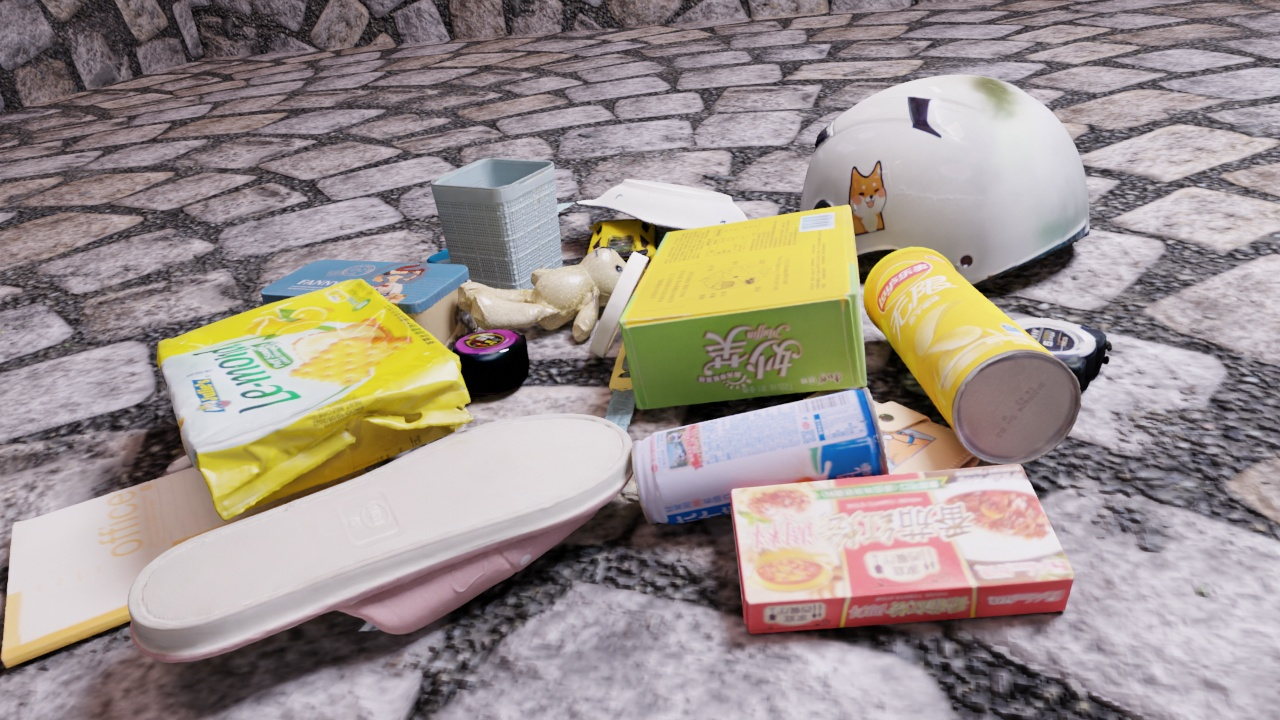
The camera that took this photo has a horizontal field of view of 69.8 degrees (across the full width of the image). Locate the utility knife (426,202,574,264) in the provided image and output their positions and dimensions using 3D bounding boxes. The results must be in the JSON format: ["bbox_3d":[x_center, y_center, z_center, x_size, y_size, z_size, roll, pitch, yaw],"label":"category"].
[{"bbox_3d":[-0.147,-0.140,1.002,0.034,0.018,0.217,13,34,36],"label":"utility knife"}]

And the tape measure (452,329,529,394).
[{"bbox_3d":[-0.112,0.002,0.692,0.057,0.039,0.057,1,23,15],"label":"tape measure"}]

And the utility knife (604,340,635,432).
[{"bbox_3d":[-0.004,0.004,0.697,0.031,0.022,0.215,-7,30,12],"label":"utility knife"}]

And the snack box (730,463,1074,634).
[{"bbox_3d":[0.124,0.092,0.457,0.153,0.025,0.075,-5,38,3],"label":"snack box"}]

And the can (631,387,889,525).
[{"bbox_3d":[0.065,0.055,0.510,0.135,0.053,0.053,-13,26,9],"label":"can"}]

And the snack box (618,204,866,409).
[{"bbox_3d":[0.083,-0.046,0.684,0.158,0.070,0.209,-7,24,14],"label":"snack box"}]

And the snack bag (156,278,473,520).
[{"bbox_3d":[-0.220,0.019,0.607,0.157,0.068,0.247,-23,27,-24],"label":"snack bag"}]

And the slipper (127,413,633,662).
[{"bbox_3d":[-0.122,0.095,0.492,0.273,0.054,0.114,-19,29,-29],"label":"slipper"}]

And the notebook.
[{"bbox_3d":[-0.272,0.100,0.564,0.206,0.010,0.146,-19,29,-24],"label":"notebook"}]

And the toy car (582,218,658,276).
[{"bbox_3d":[-0.018,-0.115,0.903,0.071,0.041,0.155,-3,25,4],"label":"toy car"}]

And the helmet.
[{"bbox_3d":[0.264,-0.177,0.831,0.229,0.157,0.274,-21,30,-27],"label":"helmet"}]

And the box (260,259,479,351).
[{"bbox_3d":[-0.236,-0.045,0.789,0.184,0.062,0.089,5,28,19],"label":"box"}]

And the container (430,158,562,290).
[{"bbox_3d":[-0.131,-0.123,0.864,0.090,0.111,0.089,10,30,28],"label":"container"}]

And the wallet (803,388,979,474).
[{"bbox_3d":[0.138,0.052,0.556,0.087,0.024,0.115,-32,35,-33],"label":"wallet"}]

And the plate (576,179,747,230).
[{"bbox_3d":[0.035,-0.158,0.930,0.163,0.034,0.164,-2,18,-39],"label":"plate"}]

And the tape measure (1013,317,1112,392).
[{"bbox_3d":[0.272,-0.002,0.619,0.066,0.034,0.065,21,35,39],"label":"tape measure"}]

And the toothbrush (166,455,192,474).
[{"bbox_3d":[-0.265,0.037,0.681,0.016,0.016,0.179,3,27,43],"label":"toothbrush"}]

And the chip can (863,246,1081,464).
[{"bbox_3d":[0.202,-0.012,0.593,0.072,0.072,0.213,-5,22,3],"label":"chip can"}]

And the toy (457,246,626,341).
[{"bbox_3d":[-0.076,-0.058,0.771,0.157,0.066,0.105,-13,32,-28],"label":"toy"}]

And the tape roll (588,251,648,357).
[{"bbox_3d":[-0.017,-0.043,0.712,0.014,0.086,0.085,24,30,-1],"label":"tape roll"}]
